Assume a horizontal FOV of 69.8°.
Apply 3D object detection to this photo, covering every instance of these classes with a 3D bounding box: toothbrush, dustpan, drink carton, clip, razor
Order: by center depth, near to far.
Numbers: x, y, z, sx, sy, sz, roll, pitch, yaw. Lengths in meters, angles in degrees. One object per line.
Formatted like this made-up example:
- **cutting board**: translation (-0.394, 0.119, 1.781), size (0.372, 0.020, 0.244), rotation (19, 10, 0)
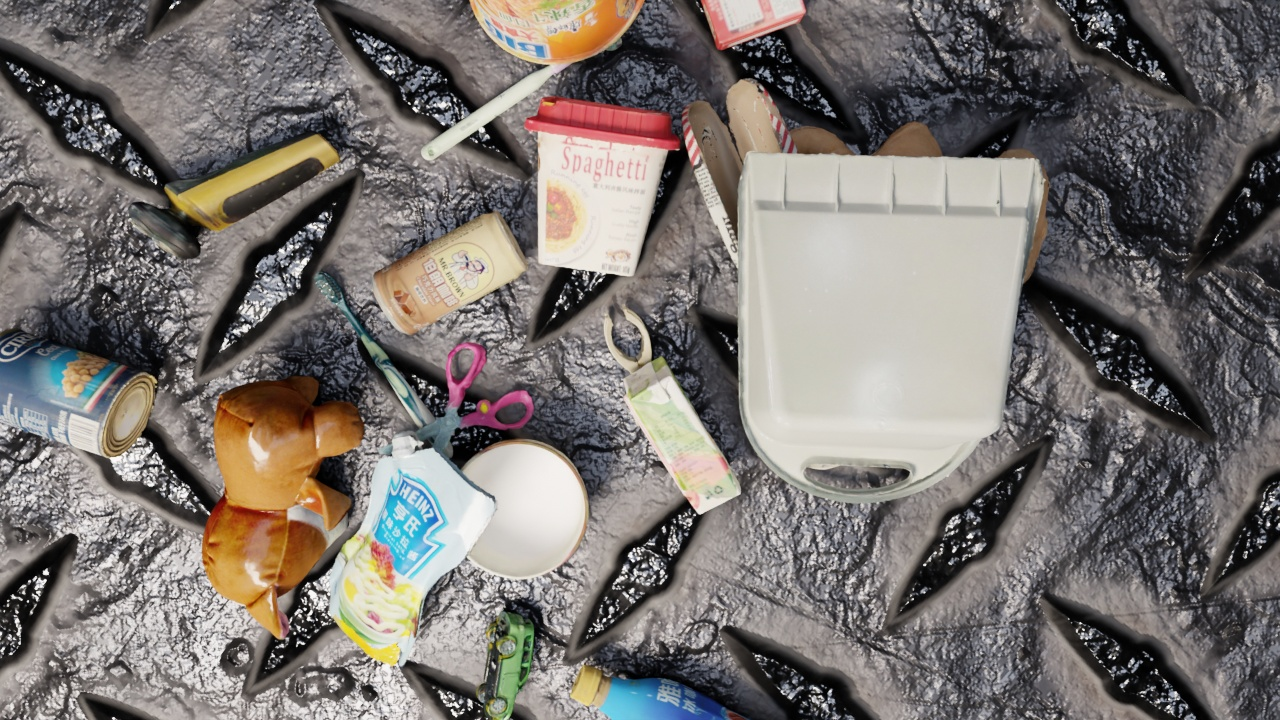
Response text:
- **dustpan**: translation (0.182, -0.015, 0.730), size (0.223, 0.142, 0.257), rotation (2, 83, 3)
- **razor**: translation (-0.322, -0.135, 0.741), size (0.167, 0.062, 0.067), rotation (-28, 63, -4)
- **drink carton**: translation (0.032, 0.062, 0.748), size (0.045, 0.053, 0.122), rotation (-30, 111, 4)
- **toothbrush**: translation (-0.100, -0.220, 0.751), size (0.189, 0.020, 0.029), rotation (-33, 117, 2)
- **clip**: translation (0.000, 0.002, 0.768), size (0.072, 0.034, 0.100), rotation (-23, 100, 0)
- **toothbrush**: translation (-0.215, 0.005, 0.772), size (0.016, 0.018, 0.191), rotation (-34, 95, 2)

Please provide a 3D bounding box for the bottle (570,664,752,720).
- **bottle**: translation (0.045, 0.317, 0.782), size (0.218, 0.065, 0.065), rotation (25, 94, -2)

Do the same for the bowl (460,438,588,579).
- **bowl**: translation (-0.098, 0.118, 0.762), size (0.113, 0.062, 0.113), rotation (0, 95, 0)

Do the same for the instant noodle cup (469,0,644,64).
- **instant noodle cup**: translation (-0.071, -0.315, 0.687), size (0.151, 0.111, 0.151), rotation (0, 88, 5)

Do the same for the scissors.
- **scissors**: translation (-0.160, 0.042, 0.769), size (0.134, 0.017, 0.113), rotation (-23, 95, -8)

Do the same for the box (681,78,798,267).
- **box**: translation (0.083, -0.136, 0.737), size (0.087, 0.076, 0.163), rotation (-26, 97, -16)

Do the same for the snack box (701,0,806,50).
- **snack box**: translation (0.074, -0.338, 0.741), size (0.075, 0.025, 0.153), rotation (-20, 95, 2)

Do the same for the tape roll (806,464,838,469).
- **tape roll**: translation (0.154, 0.050, 0.784), size (0.086, 0.014, 0.086), rotation (0, 96, -1)

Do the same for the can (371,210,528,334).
- **can**: translation (-0.154, -0.071, 0.745), size (0.116, 0.058, 0.058), rotation (-28, 95, 2)

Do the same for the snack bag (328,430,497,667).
- **snack bag**: translation (-0.192, 0.151, 0.741), size (0.110, 0.038, 0.191), rotation (42, 116, 28)

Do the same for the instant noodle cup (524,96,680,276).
- **instant noodle cup**: translation (-0.033, -0.137, 0.721), size (0.116, 0.116, 0.124), rotation (7, 106, -2)

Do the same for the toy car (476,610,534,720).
- **toy car**: translation (-0.115, 0.262, 0.783), size (0.036, 0.043, 0.091), rotation (14, 87, -25)

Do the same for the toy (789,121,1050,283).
- **toy**: translation (0.212, -0.118, 0.742), size (0.226, 0.082, 0.143), rotation (15, 94, 2)

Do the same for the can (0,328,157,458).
- **can**: translation (-0.463, 0.028, 0.741), size (0.111, 0.075, 0.075), rotation (19, 94, -3)

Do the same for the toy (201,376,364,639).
- **toy**: translation (-0.292, 0.113, 0.741), size (0.130, 0.140, 0.199), rotation (11, 98, -44)
